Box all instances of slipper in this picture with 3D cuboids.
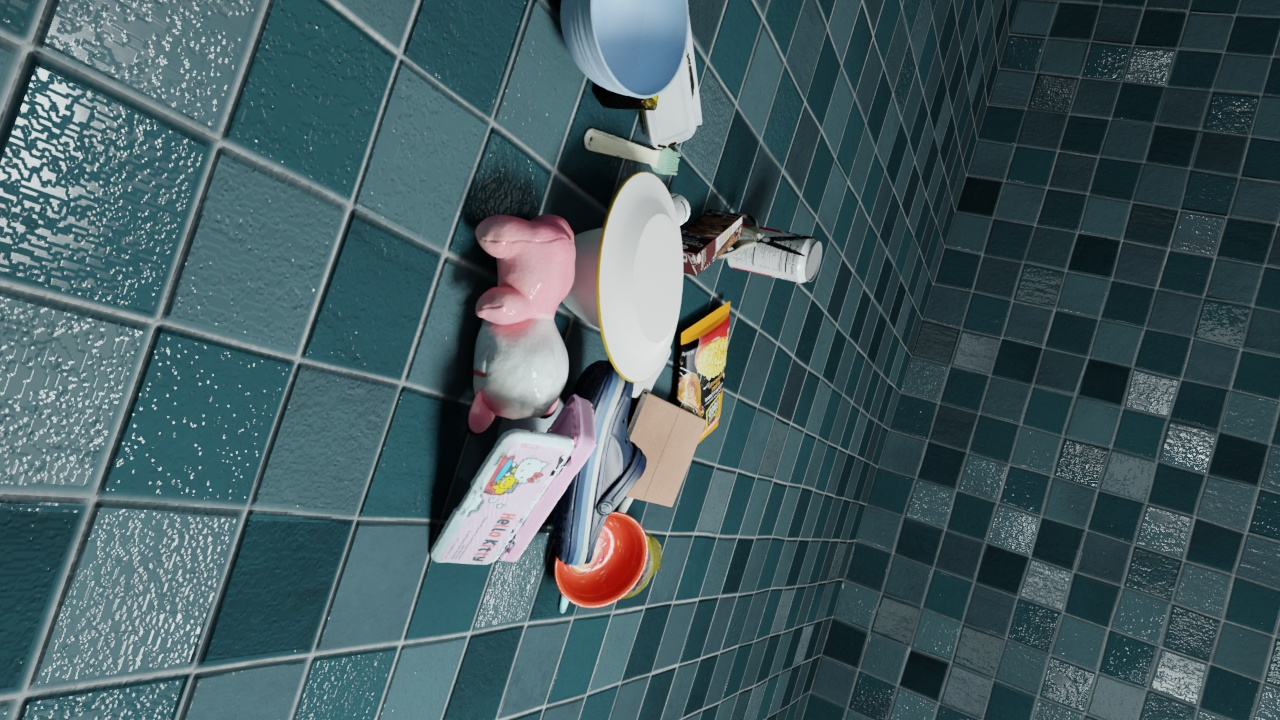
[{"bbox_3d":[-0.044,0.120,1.066,0.105,0.095,0.253,-117,-142,-70],"label":"slipper"}]

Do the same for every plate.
[{"bbox_3d":[0.011,-0.089,1.003,0.229,0.021,0.230,5,90,-66],"label":"plate"}]

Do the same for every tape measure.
[{"bbox_3d":[-0.011,-0.296,0.966,0.038,0.067,0.062,36,63,-61],"label":"tape measure"}]

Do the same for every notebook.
[{"bbox_3d":[0.026,0.130,1.295,0.209,0.008,0.141,28,83,-61],"label":"notebook"}]

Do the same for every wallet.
[{"bbox_3d":[-0.007,0.007,1.192,0.086,0.032,0.116,-63,156,1],"label":"wallet"}]

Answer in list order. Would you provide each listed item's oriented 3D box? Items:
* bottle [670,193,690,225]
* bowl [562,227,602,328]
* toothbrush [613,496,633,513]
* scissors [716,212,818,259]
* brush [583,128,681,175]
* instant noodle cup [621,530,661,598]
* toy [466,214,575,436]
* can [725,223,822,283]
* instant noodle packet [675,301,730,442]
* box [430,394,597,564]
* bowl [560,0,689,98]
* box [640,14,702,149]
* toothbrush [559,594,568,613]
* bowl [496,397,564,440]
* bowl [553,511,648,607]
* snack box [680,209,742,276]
[{"bbox_3d":[0.018,-0.170,1.121,0.115,0.041,0.041,-39,138,-50],"label":"bottle"},{"bbox_3d":[-0.044,-0.094,1.013,0.116,0.066,0.116,-41,139,-49],"label":"bowl"},{"bbox_3d":[0.000,0.161,1.307,0.188,0.016,0.017,-58,140,-31],"label":"toothbrush"},{"bbox_3d":[0.160,-0.172,1.300,0.169,0.157,0.013,-18,130,-6],"label":"scissors"},{"bbox_3d":[-0.006,-0.242,1.066,0.217,0.012,0.033,-7,110,-61],"label":"brush"},{"bbox_3d":[-0.015,0.270,1.258,0.108,0.102,0.102,24,83,-73],"label":"instant noodle cup"},{"bbox_3d":[-0.112,-0.035,0.890,0.141,0.084,0.213,-23,125,-67],"label":"toy"},{"bbox_3d":[0.200,-0.162,1.382,0.070,0.132,0.070,-41,139,-49],"label":"can"},{"bbox_3d":[0.093,0.034,1.397,0.159,0.032,0.221,-34,134,-53],"label":"instant noodle packet"},{"bbox_3d":[-0.132,0.120,0.918,0.202,0.103,0.100,-56,-151,31],"label":"box"},{"bbox_3d":[-0.026,-0.331,0.888,0.150,0.075,0.151,-18,113,-49],"label":"bowl"},{"bbox_3d":[0.021,-0.354,1.038,0.084,0.080,0.210,-21,132,-9],"label":"box"},{"bbox_3d":[-0.081,0.244,1.194,0.016,0.017,0.181,3,103,-57],"label":"toothbrush"},{"bbox_3d":[-0.111,0.081,1.010,0.106,0.039,0.106,-41,139,-49],"label":"bowl"},{"bbox_3d":[-0.057,0.246,1.169,0.130,0.045,0.130,-7,107,-26],"label":"bowl"},{"bbox_3d":[0.086,-0.163,1.249,0.140,0.051,0.032,-43,141,-47],"label":"snack box"}]
